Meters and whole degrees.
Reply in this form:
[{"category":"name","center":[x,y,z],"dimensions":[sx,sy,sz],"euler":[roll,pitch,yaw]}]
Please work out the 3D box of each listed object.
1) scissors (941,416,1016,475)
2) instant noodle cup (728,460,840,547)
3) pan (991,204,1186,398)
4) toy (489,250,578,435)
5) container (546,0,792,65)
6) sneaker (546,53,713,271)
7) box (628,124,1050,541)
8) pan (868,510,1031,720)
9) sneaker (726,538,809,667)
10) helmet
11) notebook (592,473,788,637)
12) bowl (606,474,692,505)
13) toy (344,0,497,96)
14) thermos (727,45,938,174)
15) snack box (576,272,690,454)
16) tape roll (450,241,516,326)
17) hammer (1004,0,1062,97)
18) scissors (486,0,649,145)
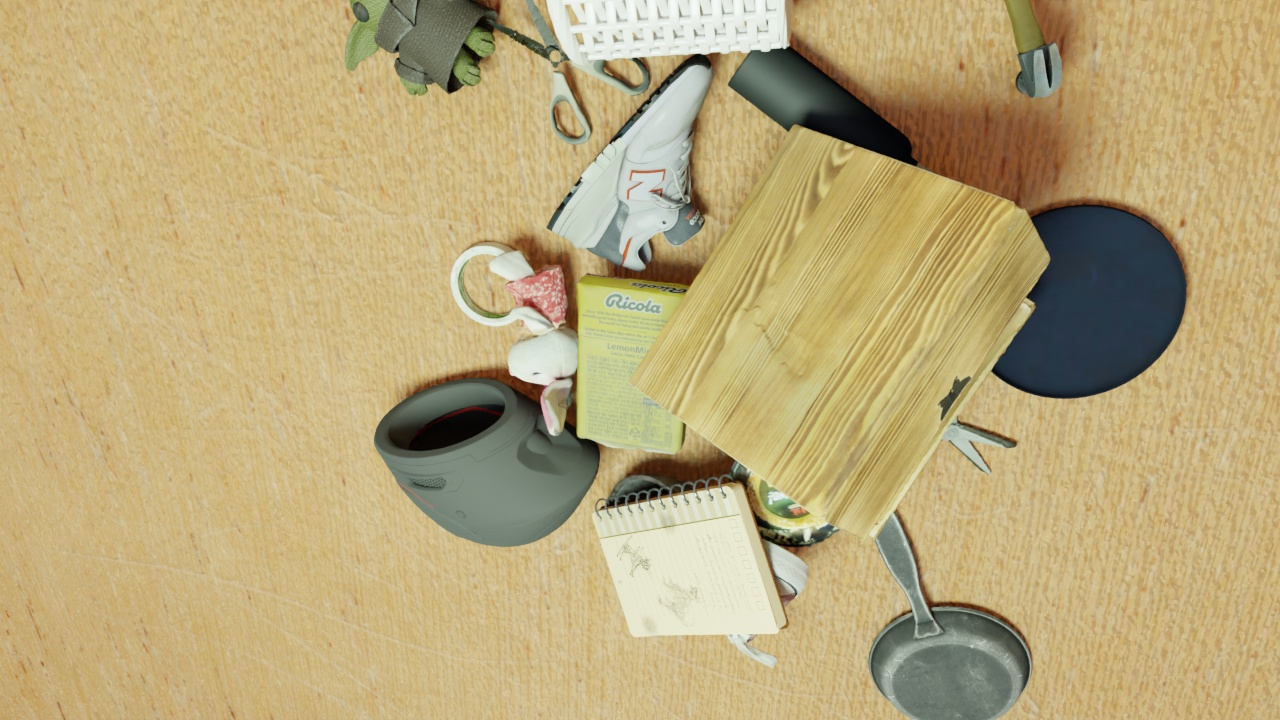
[{"category":"scissors","center":[0.299,0.053,0.982],"dimensions":[0.195,0.015,0.179],"euler":[-8,112,16]},{"category":"instant noodle cup","center":[0.168,0.113,0.987],"dimensions":[0.137,0.112,0.137],"euler":[5,115,10]},{"category":"pan","center":[0.346,-0.047,0.917],"dimensions":[0.357,0.021,0.199],"euler":[-7,112,14]},{"category":"toy","center":[-0.107,-0.023,0.979],"dimensions":[0.084,0.159,0.194],"euler":[-15,104,-1]},{"category":"container","center":[0.029,-0.351,0.765],"dimensions":[0.187,0.188,0.189],"euler":[0,114,12]},{"category":"sneaker","center":[0.020,-0.178,0.911],"dimensions":[0.124,0.088,0.240],"euler":[41,125,-12]},{"category":"box","center":[0.185,-0.014,0.842],"dimensions":[0.269,0.263,0.279],"euler":[35,94,38]},{"category":"pan","center":[0.334,0.302,1.076],"dimensions":[0.188,0.055,0.357],"euler":[-20,112,21]},{"category":"sneaker","center":[0.119,0.272,1.025],"dimensions":[0.118,0.087,0.242],"euler":[27,150,10]},{"category":"helmet","center":[-0.164,0.126,1.042],"dimensions":[0.265,0.163,0.170],"euler":[-3,126,29]},{"category":"notebook","center":[0.043,0.218,0.995],"dimensions":[0.226,0.024,0.167],"euler":[-19,89,45]},{"category":"bowl","center":[0.033,0.194,1.064],"dimensions":[0.145,0.067,0.145],"euler":[13,110,41]},{"category":"toy","center":[-0.211,-0.331,0.891],"dimensions":[0.153,0.078,0.180],"euler":[33,120,-2]},{"category":"thermos","center":[0.192,-0.214,0.859],"dimensions":[0.231,0.061,0.061],"euler":[36,117,-4]},{"category":"snack box","center":[-0.006,0.005,0.952],"dimensions":[0.121,0.045,0.181],"euler":[8,112,13]},{"category":"tape roll","center":[-0.166,-0.085,1.027],"dimensions":[0.094,0.018,0.094],"euler":[5,115,11]},{"category":"hammer","center":[0.282,-0.374,0.748],"dimensions":[0.025,0.117,0.333],"euler":[-20,103,18]},{"category":"scissors","center":[-0.068,-0.283,0.894],"dimensions":[0.168,0.012,0.158],"euler":[1,129,-3]}]
